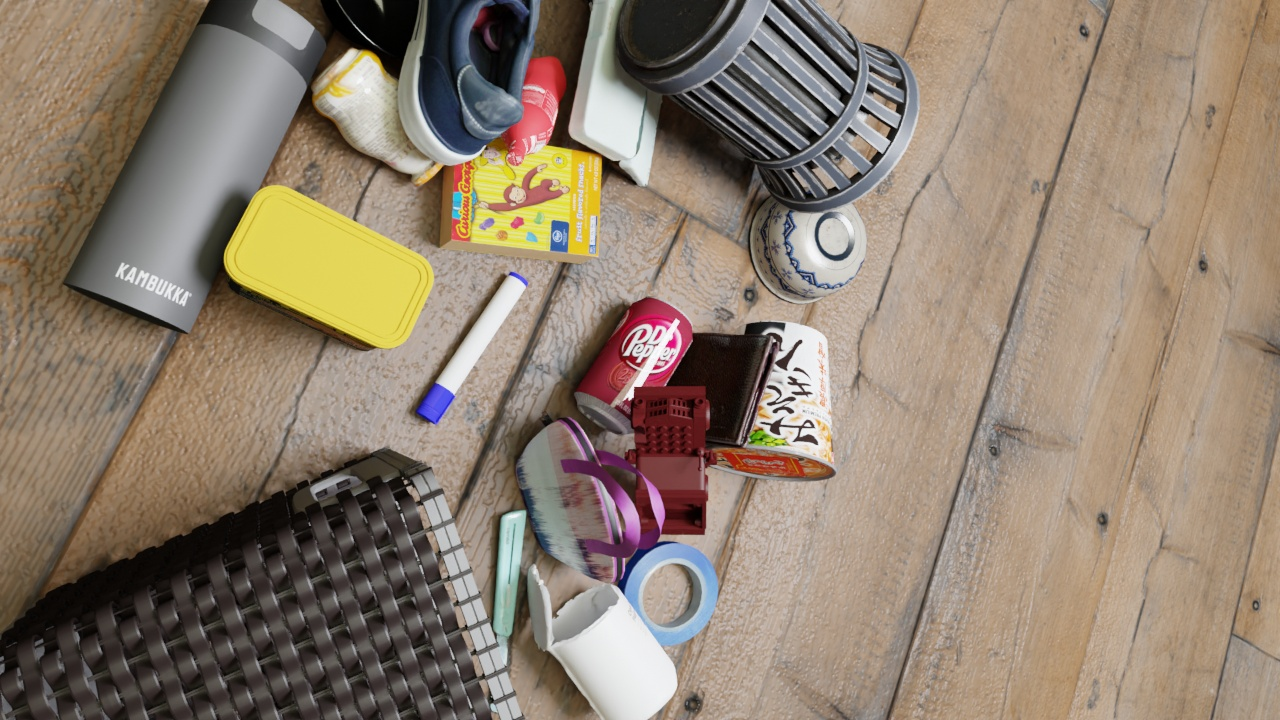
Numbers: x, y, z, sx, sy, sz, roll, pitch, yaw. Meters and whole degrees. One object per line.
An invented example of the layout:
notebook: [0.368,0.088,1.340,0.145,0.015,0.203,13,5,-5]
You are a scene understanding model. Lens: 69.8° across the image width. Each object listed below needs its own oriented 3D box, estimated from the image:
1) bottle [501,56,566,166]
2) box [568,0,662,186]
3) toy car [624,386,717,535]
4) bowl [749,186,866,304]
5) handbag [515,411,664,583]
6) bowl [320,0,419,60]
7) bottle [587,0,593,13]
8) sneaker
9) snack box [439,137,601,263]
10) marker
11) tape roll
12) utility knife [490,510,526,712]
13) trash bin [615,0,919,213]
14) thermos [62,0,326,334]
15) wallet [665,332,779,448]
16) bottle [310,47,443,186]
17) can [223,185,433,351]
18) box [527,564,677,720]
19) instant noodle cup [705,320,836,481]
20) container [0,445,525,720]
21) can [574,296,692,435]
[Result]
bottle: [-0.089,-0.201,0.744,0.042,0.042,0.141,30,41,-21]
box: [-0.002,-0.263,0.787,0.135,0.043,0.197,21,79,-61]
toy car: [0.025,0.095,0.748,0.070,0.170,0.061,0,48,3]
bowl: [0.170,-0.115,0.887,0.115,0.059,0.115,1,87,-25]
handbag: [-0.033,0.110,0.718,0.068,0.170,0.144,-19,95,-25]
bowl: [-0.209,-0.283,0.711,0.124,0.053,0.124,19,66,-50]
bottle: [-0.035,-0.325,0.820,0.025,0.025,0.106,-16,94,-25]
sneaker: [-0.110,-0.300,0.699,0.120,0.127,0.294,24,60,-49]
snack box: [-0.100,-0.134,0.771,0.125,0.040,0.088,4,86,-25]
marker: [-0.138,-0.011,0.759,0.020,0.020,0.141,37,73,-19]
tape roll: [0.025,0.209,0.825,0.093,0.016,0.091,30,75,-21]
utility knife: [-0.113,0.208,0.765,0.022,0.015,0.168,6,88,-26]
trash bin: [0.103,-0.244,0.764,0.227,0.164,0.164,23,77,-44]
thermos: [-0.309,-0.145,0.650,0.082,0.082,0.240,25,77,-22]
wallet: [0.060,0.024,0.796,0.031,0.120,0.099,29,75,-35]
bottle: [-0.200,-0.187,0.715,0.109,0.063,0.063,47,69,-29]
can: [-0.231,-0.060,0.672,0.130,0.101,0.072,27,76,-22]
box: [-0.043,0.229,0.759,0.092,0.081,0.161,-32,102,-2]
instant noodle cup: [0.120,0.036,0.831,0.123,0.124,0.121,17,71,-24]
container: [-0.227,0.218,0.584,0.243,0.248,0.245,-20,96,-21]
can: [-0.005,0.005,0.796,0.063,0.063,0.114,38,73,-19]
